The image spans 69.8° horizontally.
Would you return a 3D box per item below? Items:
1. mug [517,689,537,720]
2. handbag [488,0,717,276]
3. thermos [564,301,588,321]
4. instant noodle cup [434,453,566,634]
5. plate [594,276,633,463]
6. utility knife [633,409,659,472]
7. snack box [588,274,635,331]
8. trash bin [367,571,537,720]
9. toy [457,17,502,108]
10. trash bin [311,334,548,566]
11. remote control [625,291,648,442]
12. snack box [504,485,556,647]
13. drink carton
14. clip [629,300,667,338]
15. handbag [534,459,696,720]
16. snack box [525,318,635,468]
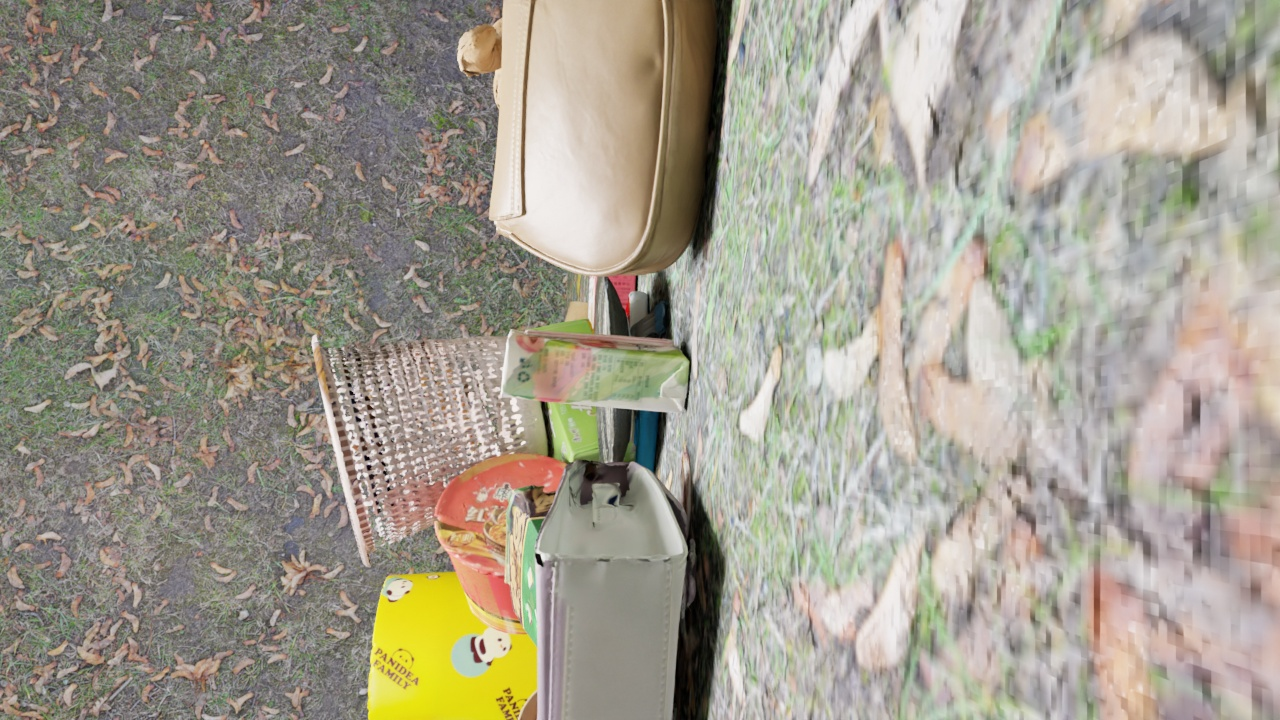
[{"bbox_3d":[-0.057,0.315,0.786,0.124,0.084,0.104,-100,3,-46],"label":"mug"},{"bbox_3d":[-0.024,-0.159,0.596,0.099,0.148,0.204,-12,-69,-58],"label":"handbag"},{"bbox_3d":[-0.067,0.005,1.099,0.093,0.093,0.143,153,128,-82],"label":"thermos"},{"bbox_3d":[-0.108,0.167,0.818,0.137,0.138,0.109,-95,4,-51],"label":"instant noodle cup"},{"bbox_3d":[-0.022,0.012,0.763,0.179,0.024,0.179,178,91,-83],"label":"plate"},{"bbox_3d":[0.003,0.083,0.748,0.034,0.018,0.187,-114,26,-74],"label":"utility knife"},{"bbox_3d":[-0.031,-0.081,0.985,0.113,0.044,0.127,-164,76,-84],"label":"snack box"},{"bbox_3d":[-0.168,0.344,1.057,0.230,0.255,0.229,-178,91,-83],"label":"trash bin"},{"bbox_3d":[-0.055,-0.242,0.703,0.144,0.082,0.225,-53,-23,18],"label":"toy"},{"bbox_3d":[-0.202,0.066,0.903,0.228,0.192,0.227,166,90,-72],"label":"trash bin"},{"bbox_3d":[-0.005,0.005,0.830,0.056,0.020,0.135,107,165,-61],"label":"remote control"},{"bbox_3d":[-0.034,0.165,0.688,0.105,0.118,0.118,-133,44,-64],"label":"snack box"},{"bbox_3d":[-0.031,0.005,0.623,0.053,0.122,0.045,-111,27,-79],"label":"drink carton"},{"bbox_3d":[0.012,-0.027,0.735,0.056,0.026,0.024,135,136,-61],"label":"clip"},{"bbox_3d":[-0.020,0.175,0.557,0.145,0.098,0.197,-114,27,-72],"label":"handbag"},{"bbox_3d":[-0.070,0.083,0.948,0.211,0.070,0.157,102,150,-52],"label":"snack box"}]
